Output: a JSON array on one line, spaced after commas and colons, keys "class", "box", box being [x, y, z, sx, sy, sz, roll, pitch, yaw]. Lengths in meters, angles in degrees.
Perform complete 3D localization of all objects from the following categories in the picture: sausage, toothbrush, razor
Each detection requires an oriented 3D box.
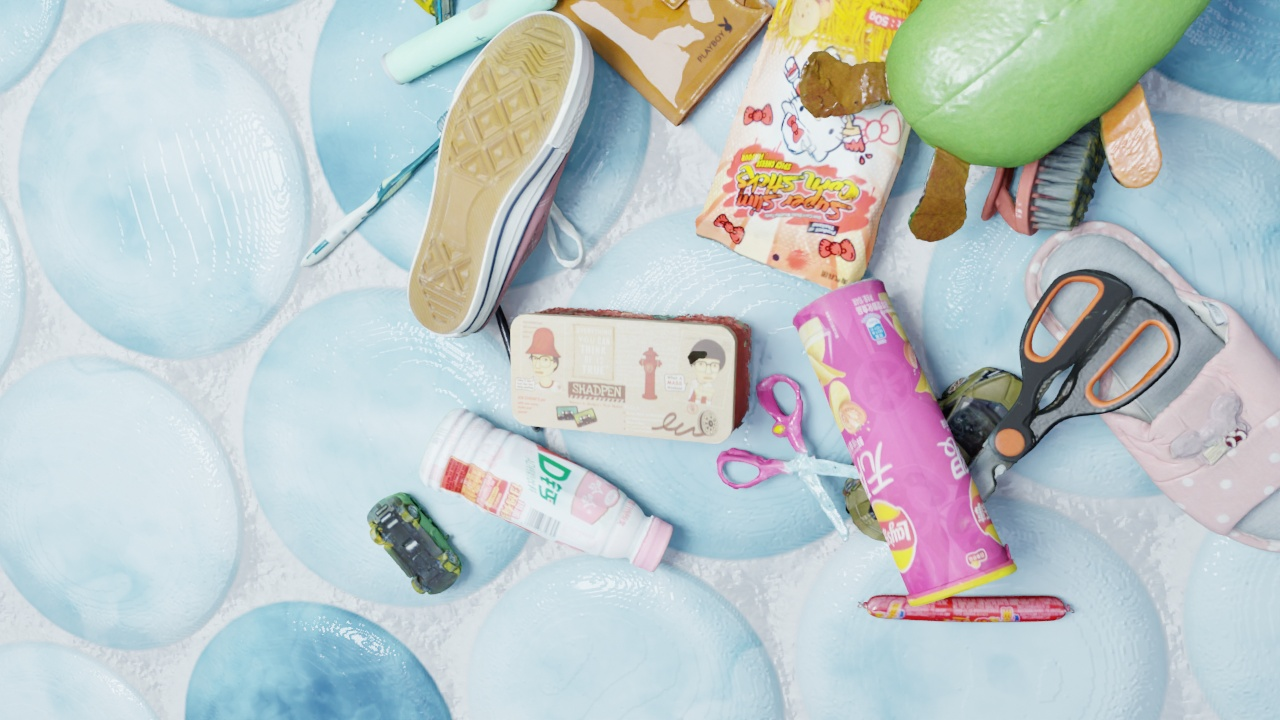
[{"class": "sausage", "box": [0.243, 0.187, 0.690, 0.156, 0.020, 0.020, -2, 99, 11]}, {"class": "toothbrush", "box": [-0.105, -0.030, 0.722, 0.018, 0.015, 0.181, -15, 96, 4]}, {"class": "toothbrush", "box": [-0.203, -0.136, 0.722, 0.192, 0.016, 0.018, -38, 81, 14]}, {"class": "razor", "box": [-0.205, -0.283, 0.690, 0.132, 0.028, 0.043, 11, 132, 6]}, {"class": "toothbrush", "box": [-0.092, -0.252, 0.655, 0.225, 0.027, 0.026, -17, 70, 23]}]

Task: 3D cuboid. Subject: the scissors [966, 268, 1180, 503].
[{"class": "scissors", "box": [0.250, 0.036, 0.628, 0.235, 0.021, 0.136, -35, 72, 23]}]

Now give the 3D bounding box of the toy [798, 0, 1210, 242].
[{"class": "toy", "box": [0.229, -0.190, 0.541, 0.247, 0.089, 0.227, -36, 98, 22]}]

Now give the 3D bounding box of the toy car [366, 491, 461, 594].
[{"class": "toy car", "box": [-0.184, 0.150, 0.756, 0.043, 0.036, 0.091, -37, 90, 13]}]

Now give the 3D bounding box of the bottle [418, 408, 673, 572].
[{"class": "bottle", "box": [-0.071, 0.105, 0.714, 0.197, 0.068, 0.068, 24, 103, 2]}]

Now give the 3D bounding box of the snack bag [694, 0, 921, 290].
[{"class": "snack bag", "box": [0.124, -0.162, 0.631, 0.129, 0.073, 0.208, 22, 109, 15]}]

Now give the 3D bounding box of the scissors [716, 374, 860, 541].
[{"class": "scissors", "box": [0.112, 0.079, 0.682, 0.125, 0.017, 0.133, -35, 72, 21]}]

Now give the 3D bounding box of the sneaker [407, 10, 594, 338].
[{"class": "sneaker", "box": [-0.092, -0.128, 0.666, 0.118, 0.087, 0.241, 30, 108, 19]}]

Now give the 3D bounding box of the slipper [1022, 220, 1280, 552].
[{"class": "slipper", "box": [0.370, 0.019, 0.619, 0.114, 0.054, 0.274, -41, 89, 14]}]

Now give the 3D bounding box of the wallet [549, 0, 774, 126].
[{"class": "wallet", "box": [0.018, -0.256, 0.653, 0.130, 0.035, 0.119, 43, 111, 2]}]

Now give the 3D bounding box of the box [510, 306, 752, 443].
[{"class": "box", "box": [-0.004, 0.004, 0.683, 0.168, 0.079, 0.091, 4, 101, 16]}]

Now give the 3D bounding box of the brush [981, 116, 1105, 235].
[{"class": "brush", "box": [0.274, -0.156, 0.609, 0.069, 0.063, 0.146, 22, 106, 38]}]

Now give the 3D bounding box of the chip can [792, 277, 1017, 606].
[{"class": "chip can", "box": [0.173, 0.053, 0.619, 0.071, 0.071, 0.210, -24, 74, 14]}]

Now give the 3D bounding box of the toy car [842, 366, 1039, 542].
[{"class": "toy car", "box": [0.217, 0.070, 0.665, 0.158, 0.042, 0.070, -44, 90, 12]}]
